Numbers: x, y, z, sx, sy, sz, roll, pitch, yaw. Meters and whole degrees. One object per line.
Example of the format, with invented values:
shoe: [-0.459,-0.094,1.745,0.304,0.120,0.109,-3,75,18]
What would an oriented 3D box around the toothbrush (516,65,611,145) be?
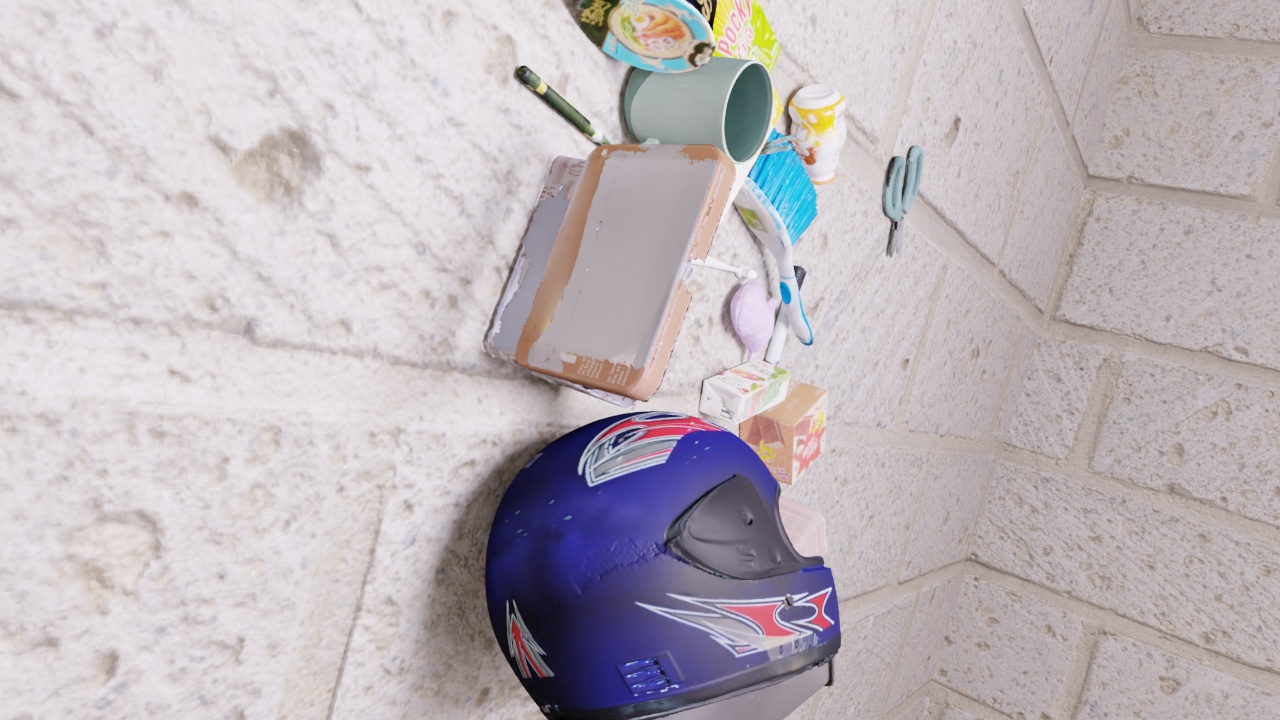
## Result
toothbrush: [-0.042,-0.192,0.744,0.185,0.012,0.017,25,78,-58]

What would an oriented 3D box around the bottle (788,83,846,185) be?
bottle: [0.202,-0.253,1.038,0.063,0.063,0.108,-48,140,-34]

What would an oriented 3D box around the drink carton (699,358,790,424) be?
drink carton: [0.123,0.037,1.071,0.122,0.053,0.045,-19,124,-53]

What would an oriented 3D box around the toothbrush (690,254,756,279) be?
toothbrush: [0.079,-0.102,0.968,0.179,0.016,0.016,6,98,-57]

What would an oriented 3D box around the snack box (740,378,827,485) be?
snack box: [0.182,0.087,1.163,0.092,0.077,0.094,-37,135,-43]

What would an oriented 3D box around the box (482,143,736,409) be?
box: [-0.001,-0.054,0.714,0.157,0.218,0.180,27,80,-46]

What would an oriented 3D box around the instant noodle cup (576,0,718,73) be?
instant noodle cup: [0.020,-0.303,0.705,0.111,0.111,0.120,36,67,-57]

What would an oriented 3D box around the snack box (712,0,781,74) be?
snack box: [0.084,-0.307,0.866,0.156,0.026,0.085,38,72,-56]

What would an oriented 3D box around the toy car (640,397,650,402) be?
toy car: [-0.005,0.005,0.876,0.042,0.035,0.090,-59,146,-18]

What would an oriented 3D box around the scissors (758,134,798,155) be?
scissors: [0.094,-0.187,0.853,0.072,0.137,0.017,-48,117,-14]

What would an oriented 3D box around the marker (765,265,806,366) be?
marker: [0.182,-0.054,1.148,0.022,0.018,0.131,13,94,-29]

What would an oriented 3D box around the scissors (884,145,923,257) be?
scissors: [0.383,-0.233,1.371,0.161,0.019,0.179,-12,117,-55]

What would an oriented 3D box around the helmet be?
helmet: [0.021,0.164,0.786,0.314,0.248,0.240,0,74,-40]

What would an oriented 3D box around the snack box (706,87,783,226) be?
snack box: [0.060,-0.190,0.829,0.140,0.087,0.034,-63,145,-15]

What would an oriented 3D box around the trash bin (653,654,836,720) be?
trash bin: [0.063,0.319,0.987,0.219,0.199,0.199,-35,133,-25]

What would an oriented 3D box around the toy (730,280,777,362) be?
toy: [0.130,-0.052,1.051,0.108,0.039,0.083,44,65,-59]

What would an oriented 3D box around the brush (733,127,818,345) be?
brush: [0.168,-0.131,1.050,0.109,0.060,0.314,-58,143,-10]

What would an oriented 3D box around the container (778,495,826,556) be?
container: [0.186,0.258,1.246,0.110,0.090,0.090,-44,139,-33]

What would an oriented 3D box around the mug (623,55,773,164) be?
mug: [0.041,-0.203,0.775,0.082,0.106,0.111,42,69,-57]
